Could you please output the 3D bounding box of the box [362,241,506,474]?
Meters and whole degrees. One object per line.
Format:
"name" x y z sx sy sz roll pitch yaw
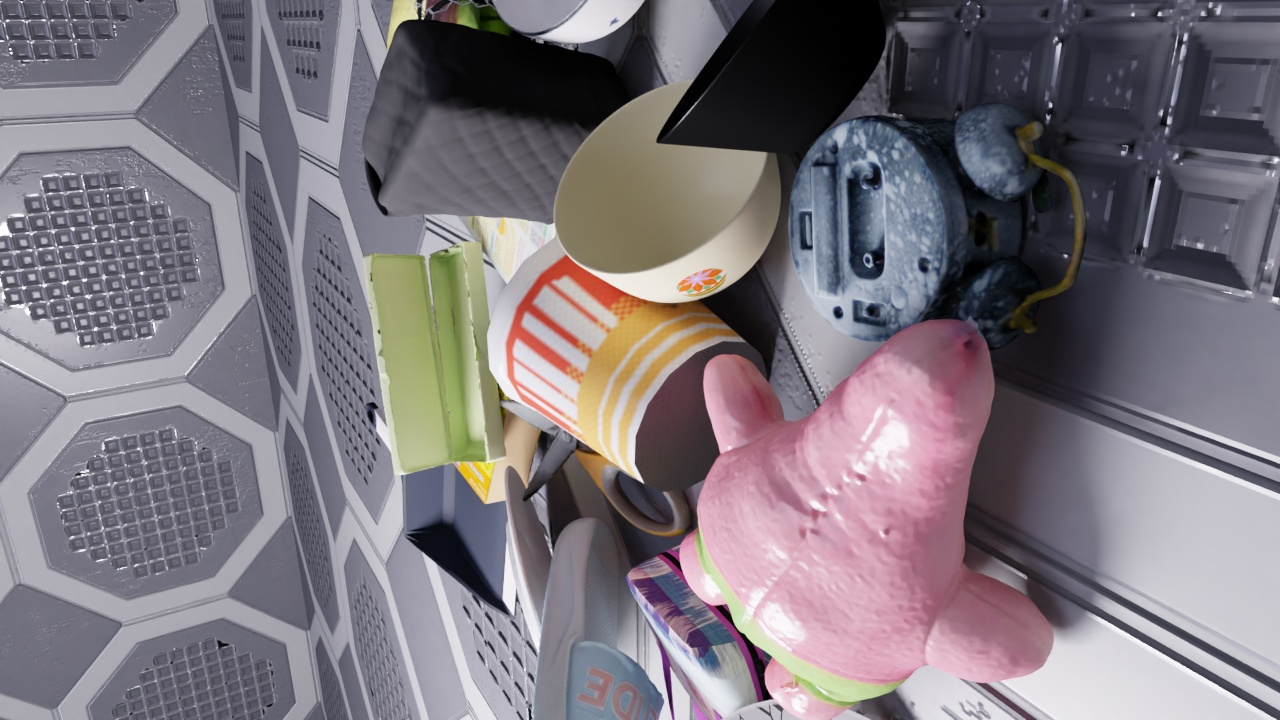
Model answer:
"box" -0.160 -0.003 0.770 0.083 0.091 0.188 -9 91 29

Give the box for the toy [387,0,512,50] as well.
"toy" -0.131 -0.234 0.641 0.190 0.087 0.238 -170 83 -71

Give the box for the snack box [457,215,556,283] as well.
"snack box" -0.106 -0.134 0.730 0.168 0.027 0.132 51 144 28

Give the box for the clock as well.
"clock" 0.112 -0.052 0.358 0.129 0.052 0.090 19 117 59

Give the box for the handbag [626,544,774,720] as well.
"handbag" 0.043 0.209 0.585 0.144 0.068 0.170 37 138 52

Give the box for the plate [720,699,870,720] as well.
"plate" 0.095 0.274 0.480 0.189 0.016 0.188 -5 81 34

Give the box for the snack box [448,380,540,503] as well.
"snack box" -0.130 0.048 0.819 0.088 0.040 0.126 41 125 41

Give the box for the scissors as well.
"scissors" -0.039 0.040 0.674 0.225 0.016 0.225 23 115 43

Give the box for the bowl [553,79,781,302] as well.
"bowl" 0.025 -0.074 0.475 0.118 0.118 0.074 50 -177 41

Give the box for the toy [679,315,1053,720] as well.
"toy" 0.087 0.065 0.394 0.192 0.096 0.237 45 144 23

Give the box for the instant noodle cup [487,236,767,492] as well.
"instant noodle cup" -0.003 0.003 0.528 0.121 0.123 0.124 37 132 40

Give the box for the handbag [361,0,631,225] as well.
"handbag" -0.098 -0.152 0.575 0.125 0.153 0.114 -45 64 41

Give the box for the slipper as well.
"slipper" -0.025 0.219 0.638 0.104 0.074 0.244 66 -162 -47

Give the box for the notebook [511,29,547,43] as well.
"notebook" -0.130 -0.282 0.749 0.206 0.016 0.149 63 149 25

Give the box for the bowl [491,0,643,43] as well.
"bowl" -0.030 -0.232 0.516 0.114 0.063 0.113 -2 87 42

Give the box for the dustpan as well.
"dustpan" -0.222 0.122 1.003 0.273 0.080 0.237 48 139 43

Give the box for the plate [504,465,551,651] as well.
"plate" -0.083 0.188 0.751 0.208 0.015 0.208 160 92 -87

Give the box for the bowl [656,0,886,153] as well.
"bowl" 0.065 -0.127 0.388 0.052 0.123 0.124 36 152 -11
